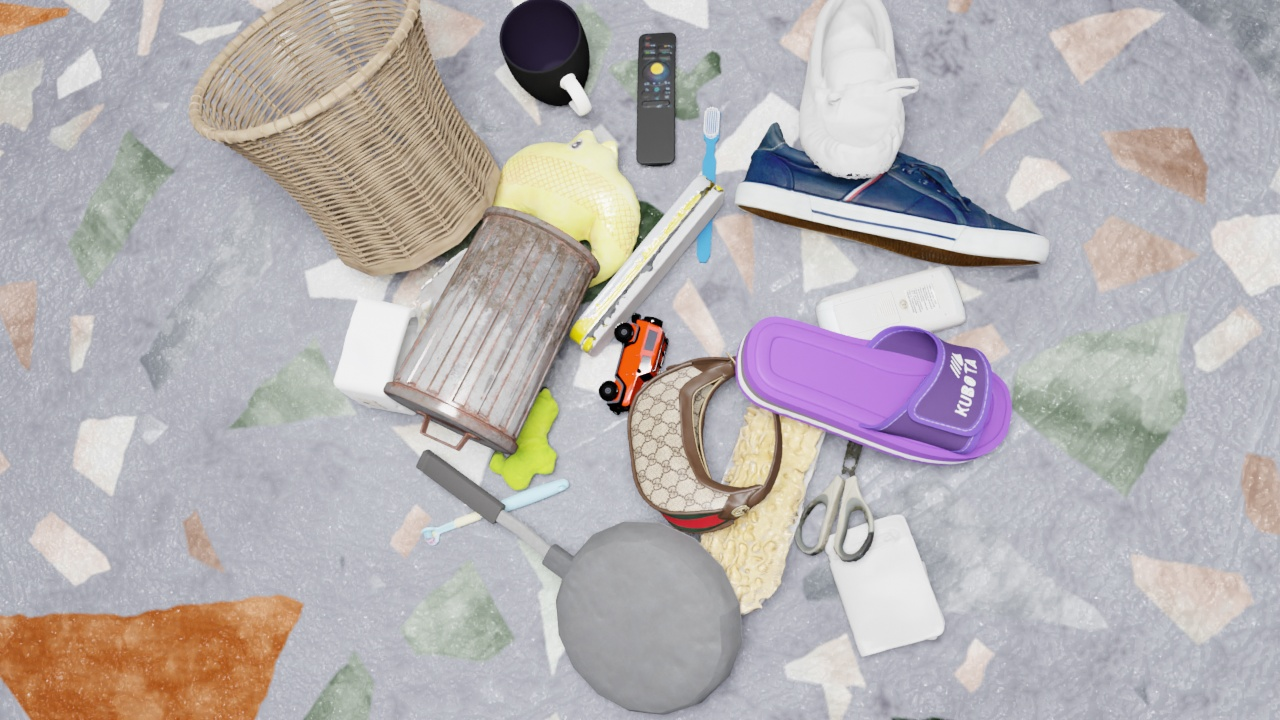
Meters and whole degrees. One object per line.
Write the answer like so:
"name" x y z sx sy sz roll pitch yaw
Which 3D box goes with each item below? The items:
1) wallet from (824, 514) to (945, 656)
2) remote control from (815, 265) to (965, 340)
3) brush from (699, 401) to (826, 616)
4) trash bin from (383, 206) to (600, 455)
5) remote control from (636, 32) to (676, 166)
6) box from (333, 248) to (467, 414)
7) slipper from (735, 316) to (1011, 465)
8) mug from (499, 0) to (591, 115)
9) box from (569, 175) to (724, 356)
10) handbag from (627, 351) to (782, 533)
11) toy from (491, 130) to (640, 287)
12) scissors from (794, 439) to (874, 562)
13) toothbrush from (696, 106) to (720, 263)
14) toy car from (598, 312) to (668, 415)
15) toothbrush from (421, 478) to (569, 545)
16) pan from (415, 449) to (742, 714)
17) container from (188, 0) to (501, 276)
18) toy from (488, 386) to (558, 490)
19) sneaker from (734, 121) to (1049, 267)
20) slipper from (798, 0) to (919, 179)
"wallet" 0.223 0.205 0.844 0.086 0.032 0.116 -17 77 14
"remote control" 0.243 -0.048 0.891 0.138 0.025 0.060 -15 78 2
"brush" 0.121 0.106 0.860 0.083 0.056 0.271 20 82 11
"trash bin" -0.137 -0.019 0.847 0.131 0.131 0.211 23 77 11
"remote control" 0.017 -0.276 0.966 0.041 0.020 0.151 0 78 7
"box" -0.228 -0.036 0.908 0.083 0.110 0.190 28 80 9
"slipper" 0.222 0.016 0.800 0.266 0.084 0.107 14 64 -11
"mug" -0.083 -0.295 0.940 0.085 0.100 0.119 -33 77 0
"box" 0.007 -0.092 0.904 0.033 0.064 0.209 40 89 9
"handbag" 0.061 0.070 0.839 0.138 0.063 0.166 -20 53 17
"toy" -0.076 -0.160 0.935 0.170 0.064 0.155 29 99 14
"scissors" 0.202 0.111 0.854 0.170 0.012 0.132 -51 41 4
"toothbrush" 0.069 -0.182 0.944 0.016 0.014 0.166 3 80 7
"toy car" -0.005 0.005 0.898 0.049 0.051 0.100 13 81 11
"toothbrush" -0.143 0.148 0.906 0.155 0.016 0.022 -22 113 3
"pan" -0.072 0.189 0.848 0.357 0.041 0.179 33 107 15
"container" -0.260 -0.214 0.863 0.227 0.196 0.226 -13 50 16
"toy" -0.116 0.074 0.907 0.094 0.036 0.093 -34 82 6
"sneaker" 0.246 -0.167 0.875 0.295 0.120 0.127 18 94 13
"slipper" 0.204 -0.265 0.867 0.112 0.075 0.246 -6 52 20
